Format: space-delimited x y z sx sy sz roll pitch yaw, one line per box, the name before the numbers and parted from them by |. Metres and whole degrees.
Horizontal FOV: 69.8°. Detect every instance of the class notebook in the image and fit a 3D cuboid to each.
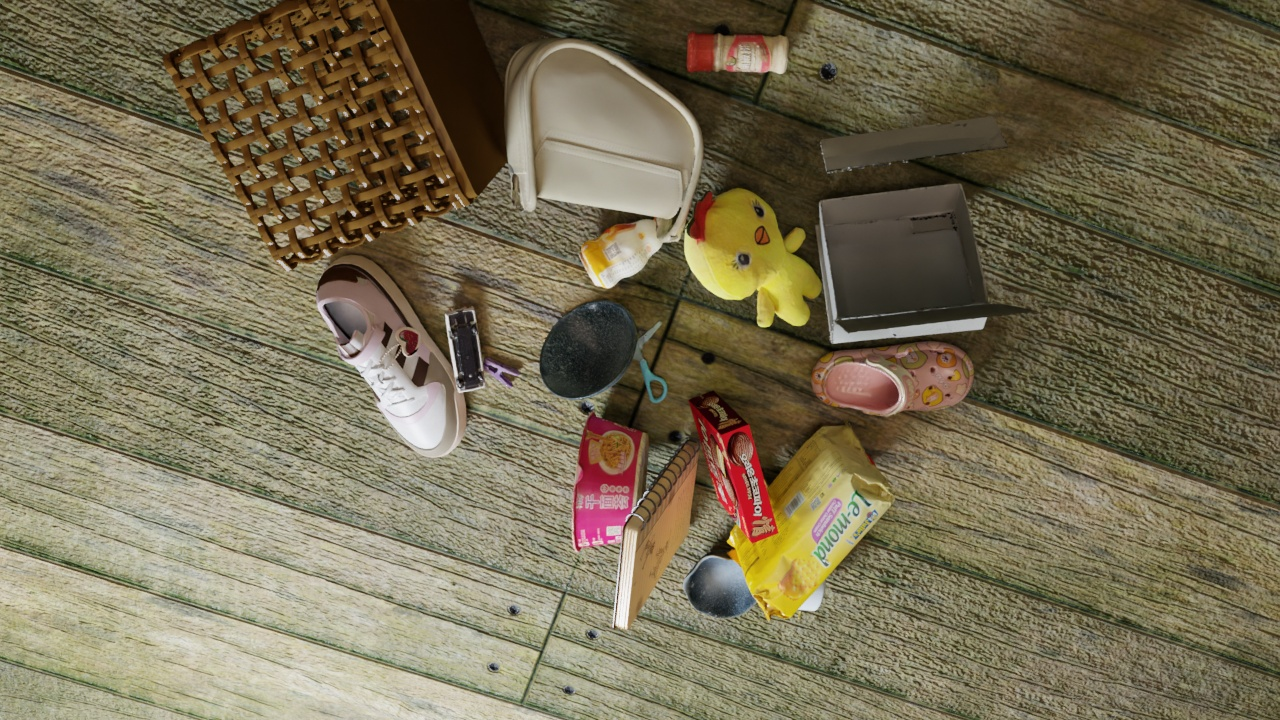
notebook | 0.024 0.213 1.166 0.024 0.224 0.168 15 118 18

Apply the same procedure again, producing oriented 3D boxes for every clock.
clock | 0.222 0.294 1.266 0.057 0.083 0.118 9 120 -5

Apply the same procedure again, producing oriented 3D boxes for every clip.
clip | -0.184 0.013 1.202 0.051 0.013 0.032 34 113 -8

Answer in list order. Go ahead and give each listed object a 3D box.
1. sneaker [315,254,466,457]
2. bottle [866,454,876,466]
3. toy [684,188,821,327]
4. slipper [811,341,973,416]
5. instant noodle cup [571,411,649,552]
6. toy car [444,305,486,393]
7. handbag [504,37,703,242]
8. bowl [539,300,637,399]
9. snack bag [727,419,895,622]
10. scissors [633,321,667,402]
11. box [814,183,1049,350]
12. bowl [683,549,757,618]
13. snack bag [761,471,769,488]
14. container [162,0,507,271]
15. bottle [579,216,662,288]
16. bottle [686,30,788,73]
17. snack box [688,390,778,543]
sneaker | -0.315 0.014 1.156 0.112 0.116 0.294 -16 114 12
bottle | 0.260 0.169 1.226 0.036 0.036 0.119 39 114 -14
toy | 0.129 -0.117 1.063 0.207 0.133 0.092 30 157 -18
slipper | 0.312 0.034 1.131 0.197 0.081 0.093 -2 117 8
instant noodle cup | -0.034 0.157 1.165 0.078 0.178 0.179 5 116 6
toy car | -0.226 -0.016 1.178 0.039 0.039 0.113 -13 118 -18
handbag | -0.048 -0.239 1.001 0.228 0.132 0.184 8 103 -26
bowl | -0.053 -0.002 1.139 0.137 0.137 0.057 -25 143 16
snack bag | 0.204 0.200 1.160 0.068 0.159 0.248 31 106 -22
scissors | -0.006 0.008 1.184 0.129 0.015 0.135 40 115 -13
box | 0.274 -0.089 0.928 0.167 0.329 0.165 -7 102 7
bowl | 0.117 0.306 1.296 0.110 0.055 0.110 2 116 4
snack bag | 0.162 0.170 1.244 0.026 0.020 0.099 -28 111 9
container | -0.279 -0.262 0.941 0.214 0.251 0.220 -17 113 13
bottle | -0.016 -0.133 1.088 0.109 0.063 0.063 -30 111 3
bottle | 0.104 -0.332 0.990 0.109 0.044 0.044 3 116 3
snack box | 0.116 0.131 1.158 0.036 0.132 0.152 -20 110 -8
